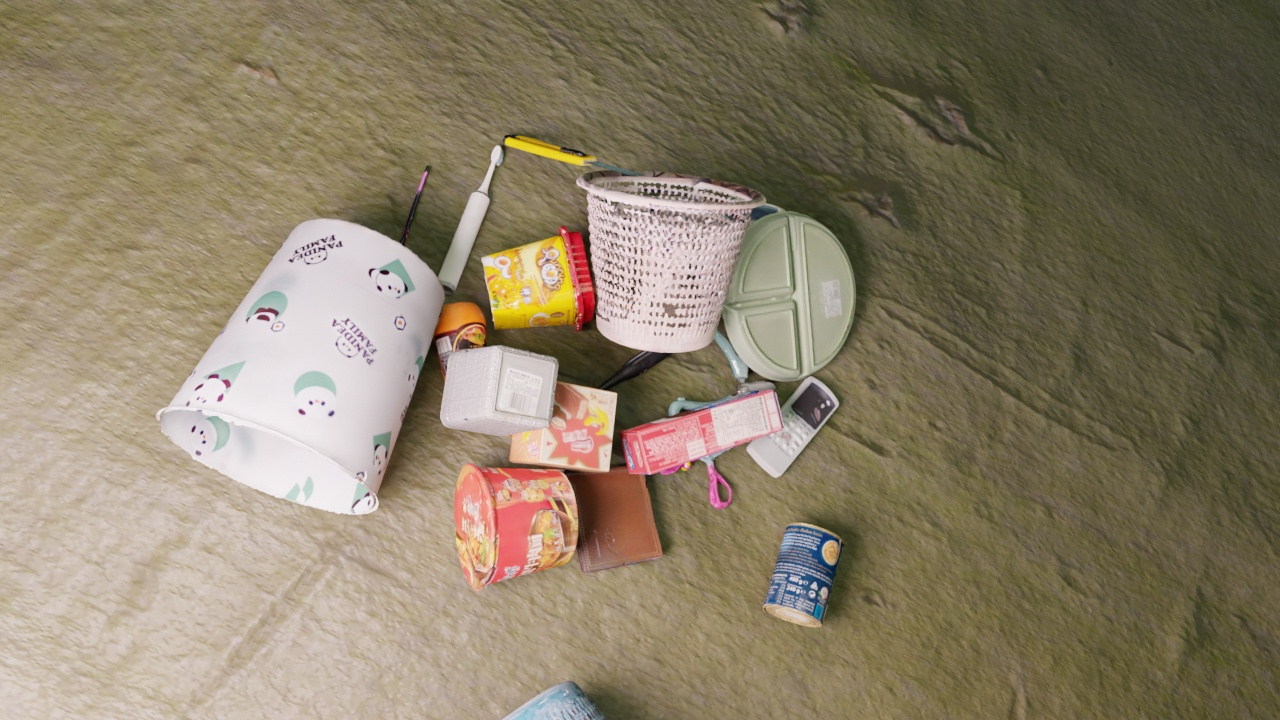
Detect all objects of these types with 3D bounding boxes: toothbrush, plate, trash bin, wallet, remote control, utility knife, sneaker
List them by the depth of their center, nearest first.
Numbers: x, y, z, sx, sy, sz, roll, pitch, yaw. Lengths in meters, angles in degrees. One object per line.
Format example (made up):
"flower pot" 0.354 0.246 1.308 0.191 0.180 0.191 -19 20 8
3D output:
"trash bin" -0.078 0.448 0.930 0.226 0.227 0.195 -28 70 -24
"trash bin" -0.339 0.003 0.978 0.229 0.230 0.251 23 62 -10
"wallet" -0.035 0.190 1.113 0.101 0.032 0.124 -8 74 -17
"trash bin" 0.028 -0.122 1.126 0.227 0.227 0.192 0 111 -18
"toothbrush" -0.292 -0.166 1.156 0.017 0.014 0.188 22 67 -21
"toothbrush" -0.215 -0.186 1.179 0.027 0.026 0.220 7 66 21
"utility knife" -0.089 -0.264 1.179 0.231 0.015 0.033 21 32 29
"toothbrush" -0.007 0.007 1.185 0.212 0.026 0.027 -32 61 -23
"remote control" 0.206 0.087 1.229 0.058 0.021 0.149 44 66 0
"plate" 0.206 -0.085 1.232 0.229 0.027 0.230 -3 95 -31
"sneaker" 0.086 -0.188 1.243 0.242 0.091 0.089 3 71 -16

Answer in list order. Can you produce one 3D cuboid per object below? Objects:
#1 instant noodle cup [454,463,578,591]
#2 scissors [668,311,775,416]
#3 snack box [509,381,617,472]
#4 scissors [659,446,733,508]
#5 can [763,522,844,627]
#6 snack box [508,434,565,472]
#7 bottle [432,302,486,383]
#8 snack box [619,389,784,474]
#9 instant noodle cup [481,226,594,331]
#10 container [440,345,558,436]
"instant noodle cup" -0.139 0.179 1.032 0.108 0.138 0.137 -2 73 -27
"scissors" 0.097 0.022 1.201 0.169 0.019 0.175 -23 93 -29
"snack box" -0.089 0.078 1.064 0.092 0.077 0.094 13 78 -32
"scissors" 0.084 0.130 1.180 0.133 0.017 0.136 -20 76 -26
"can" 0.202 0.267 1.139 0.075 0.075 0.111 25 67 -9
"snack box" -0.132 0.061 1.100 0.153 0.026 0.075 43 63 -22
"bottle" -0.212 0.008 1.101 0.066 0.067 0.149 -7 82 -20
"snack box" 0.079 0.088 1.140 0.207 0.057 0.058 -15 92 -27
"instant noodle cup" -0.128 -0.092 1.137 0.123 0.116 0.116 -11 76 -9
"container" -0.151 0.032 1.004 0.090 0.114 0.090 12 78 -32
